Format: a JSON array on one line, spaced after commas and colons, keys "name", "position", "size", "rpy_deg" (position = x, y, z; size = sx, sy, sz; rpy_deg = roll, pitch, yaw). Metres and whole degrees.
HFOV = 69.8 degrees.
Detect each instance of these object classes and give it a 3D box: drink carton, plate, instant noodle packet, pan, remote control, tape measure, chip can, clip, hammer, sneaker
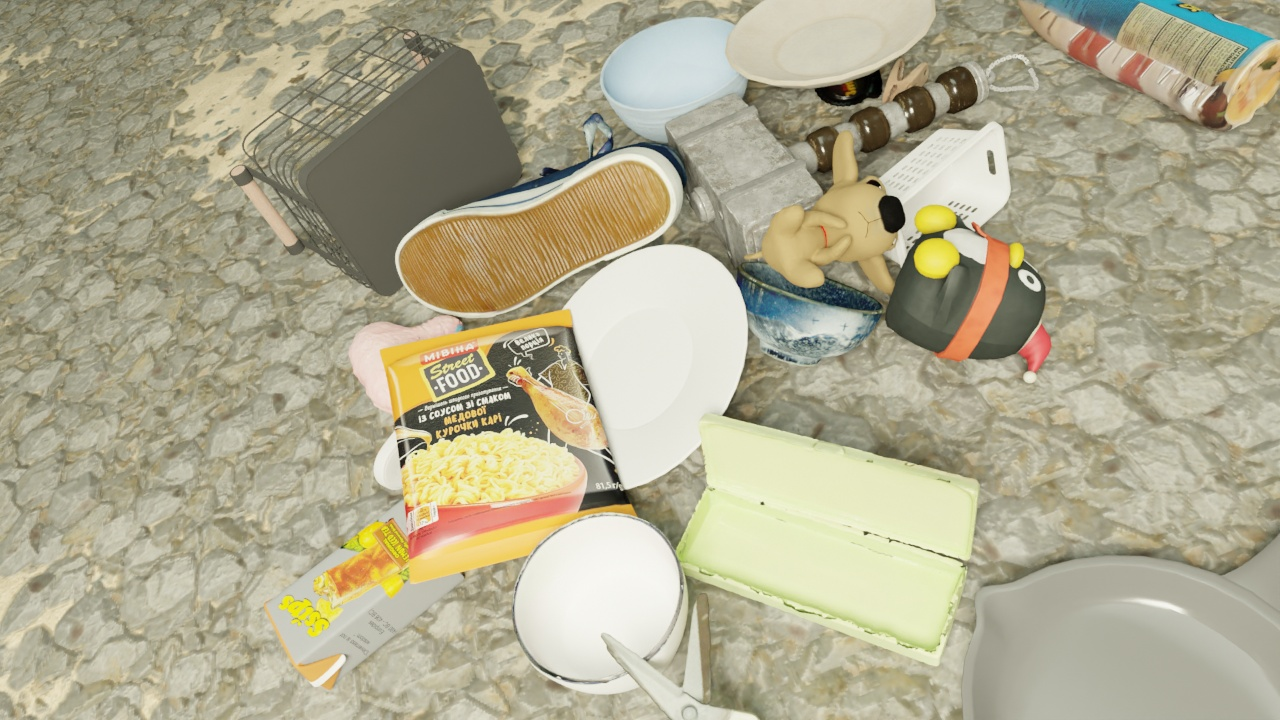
[{"name": "drink carton", "position": [-0.201, 0.170, 0.671], "size": [0.124, 0.048, 0.076], "rpy_deg": [-38, 51, -13]}, {"name": "plate", "position": [0.173, -0.298, 0.845], "size": [0.189, 0.027, 0.188], "rpy_deg": [-11, 45, 12]}, {"name": "plate", "position": [-0.004, 0.004, 0.723], "size": [0.209, 0.015, 0.208], "rpy_deg": [-19, 56, 31]}, {"name": "instant noodle packet", "position": [-0.108, 0.054, 0.701], "size": [0.159, 0.032, 0.220], "rpy_deg": [-13, 51, -9]}, {"name": "pan", "position": [0.325, 0.161, 0.523], "size": [0.354, 0.024, 0.216], "rpy_deg": [-41, 52, -15]}, {"name": "remote control", "position": [-0.173, 0.048, 0.763], "size": [0.013, 0.043, 0.136], "rpy_deg": [18, 60, 29]}, {"name": "tape measure", "position": [0.200, -0.281, 0.892], "size": [0.063, 0.067, 0.038], "rpy_deg": [-7, 52, 25]}, {"name": "chip can", "position": [0.439, -0.283, 0.807], "size": [0.079, 0.080, 0.229], "rpy_deg": [-32, 49, -8]}, {"name": "clip", "position": [0.259, -0.265, 0.887], "size": [0.041, 0.024, 0.060], "rpy_deg": [12, 67, 28]}, {"name": "hammer", "position": [0.196, -0.203, 0.821], "size": [0.326, 0.079, 0.176], "rpy_deg": [-25, 49, -4]}, {"name": "sneaker", "position": [-0.088, -0.131, 0.831], "size": [0.295, 0.121, 0.127], "rpy_deg": [-17, 21, 24]}]

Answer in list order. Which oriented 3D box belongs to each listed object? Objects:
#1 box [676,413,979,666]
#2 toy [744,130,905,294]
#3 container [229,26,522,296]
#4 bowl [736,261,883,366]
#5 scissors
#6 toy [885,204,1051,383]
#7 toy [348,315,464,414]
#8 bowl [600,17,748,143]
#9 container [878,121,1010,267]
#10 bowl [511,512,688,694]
[{"name": "box", "position": [0.120, 0.112, 0.608], "size": [0.188, 0.064, 0.130], "rpy_deg": [12, 99, 27]}, {"name": "toy", "position": [0.144, -0.098, 0.693], "size": [0.108, 0.134, 0.106], "rpy_deg": [-23, 10, -22]}, {"name": "container", "position": [-0.252, -0.201, 0.908], "size": [0.130, 0.163, 0.240], "rpy_deg": [29, 66, 34]}, {"name": "bowl", "position": [0.122, -0.031, 0.708], "size": [0.114, 0.061, 0.114], "rpy_deg": [15, 17, -5]}, {"name": "scissors", "position": [0.053, 0.238, 0.521], "size": [0.179, 0.015, 0.198], "rpy_deg": [9, 77, 7]}, {"name": "toy", "position": [0.245, -0.045, 0.671], "size": [0.119, 0.100, 0.097], "rpy_deg": [19, 37, 3]}, {"name": "toy", "position": [-0.199, -0.002, 0.810], "size": [0.105, 0.053, 0.108], "rpy_deg": [-23, 48, -15]}, {"name": "bowl", "position": [0.041, -0.271, 0.927], "size": [0.151, 0.075, 0.150], "rpy_deg": [-9, 50, 10]}, {"name": "container", "position": [0.240, -0.135, 0.755], "size": [0.129, 0.081, 0.049], "rpy_deg": [-39, 40, -14]}, {"name": "bowl", "position": [-0.021, 0.166, 0.605], "size": [0.116, 0.066, 0.116], "rpy_deg": [-9, 51, 11]}]
